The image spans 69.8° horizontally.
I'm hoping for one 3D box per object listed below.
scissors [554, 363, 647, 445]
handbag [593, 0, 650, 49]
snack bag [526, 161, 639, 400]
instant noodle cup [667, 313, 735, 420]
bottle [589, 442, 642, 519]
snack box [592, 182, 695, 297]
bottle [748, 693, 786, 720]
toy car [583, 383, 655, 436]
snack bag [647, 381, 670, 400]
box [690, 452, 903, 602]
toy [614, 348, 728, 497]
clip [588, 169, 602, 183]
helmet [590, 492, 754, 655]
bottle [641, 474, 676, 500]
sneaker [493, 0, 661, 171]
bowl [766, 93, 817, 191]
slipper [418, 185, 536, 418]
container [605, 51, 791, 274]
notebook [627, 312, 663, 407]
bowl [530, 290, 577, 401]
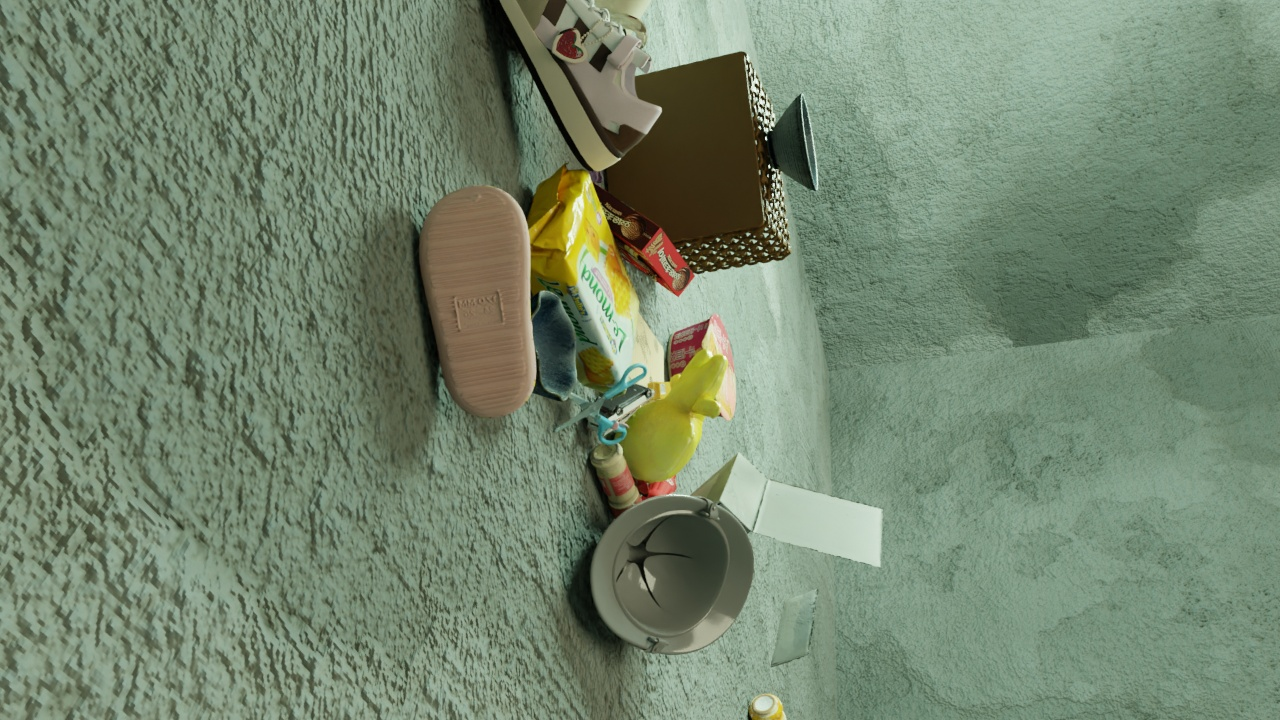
[{"bbox_3d":[-0.035,0.046,1.030,0.129,0.015,0.135,-52,149,0],"label":"scissors"},{"bbox_3d":[-0.047,-0.471,1.117,0.132,0.184,0.228,59,45,-47],"label":"handbag"},{"bbox_3d":[-0.068,-0.089,1.039,0.159,0.068,0.247,-79,155,-43],"label":"snack bag"},{"bbox_3d":[0.100,0.016,1.520,0.178,0.078,0.178,-7,90,-72],"label":"instant noodle cup"},{"bbox_3d":[-0.027,0.149,1.108,0.044,0.044,0.109,-74,150,-53],"label":"bottle"},{"bbox_3d":[-0.011,-0.154,1.157,0.036,0.133,0.152,-52,155,-2],"label":"snack box"},{"bbox_3d":[0.240,0.672,1.702,0.063,0.063,0.109,-69,147,-57],"label":"bottle"},{"bbox_3d":[-0.026,0.059,1.119,0.112,0.039,0.039,-28,133,-56],"label":"toy car"},{"bbox_3d":[0.027,0.042,1.283,0.099,0.020,0.026,0,85,-75],"label":"snack bag"},{"bbox_3d":[0.172,0.231,1.205,0.166,0.330,0.165,-49,144,-67],"label":"box"},{"bbox_3d":[0.039,0.076,1.171,0.092,0.207,0.134,42,-6,-19],"label":"toy"},{"bbox_3d":[-0.063,-0.262,1.228,0.032,0.013,0.051,-15,94,-74],"label":"clip"},{"bbox_3d":[0.010,0.235,1.080,0.271,0.118,0.183,30,80,-41],"label":"helmet"},{"bbox_3d":[0.030,0.181,1.287,0.118,0.036,0.036,-45,125,-69],"label":"bottle"},{"bbox_3d":[-0.069,-0.360,0.987,0.294,0.117,0.111,65,18,0],"label":"sneaker"},{"bbox_3d":[0.212,-0.302,1.297,0.137,0.057,0.137,-7,90,-73],"label":"bowl"},{"bbox_3d":[-0.136,-0.048,0.793,0.081,0.093,0.197,126,-41,-86],"label":"slipper"},{"bbox_3d":[0.084,-0.274,1.350,0.214,0.220,0.251,15,68,-71],"label":"container"},{"bbox_3d":[-0.007,0.007,1.267,0.225,0.024,0.167,54,31,-57],"label":"notebook"},{"bbox_3d":[-0.105,-0.011,0.904,0.110,0.055,0.110,-8,90,-73],"label":"bowl"}]
